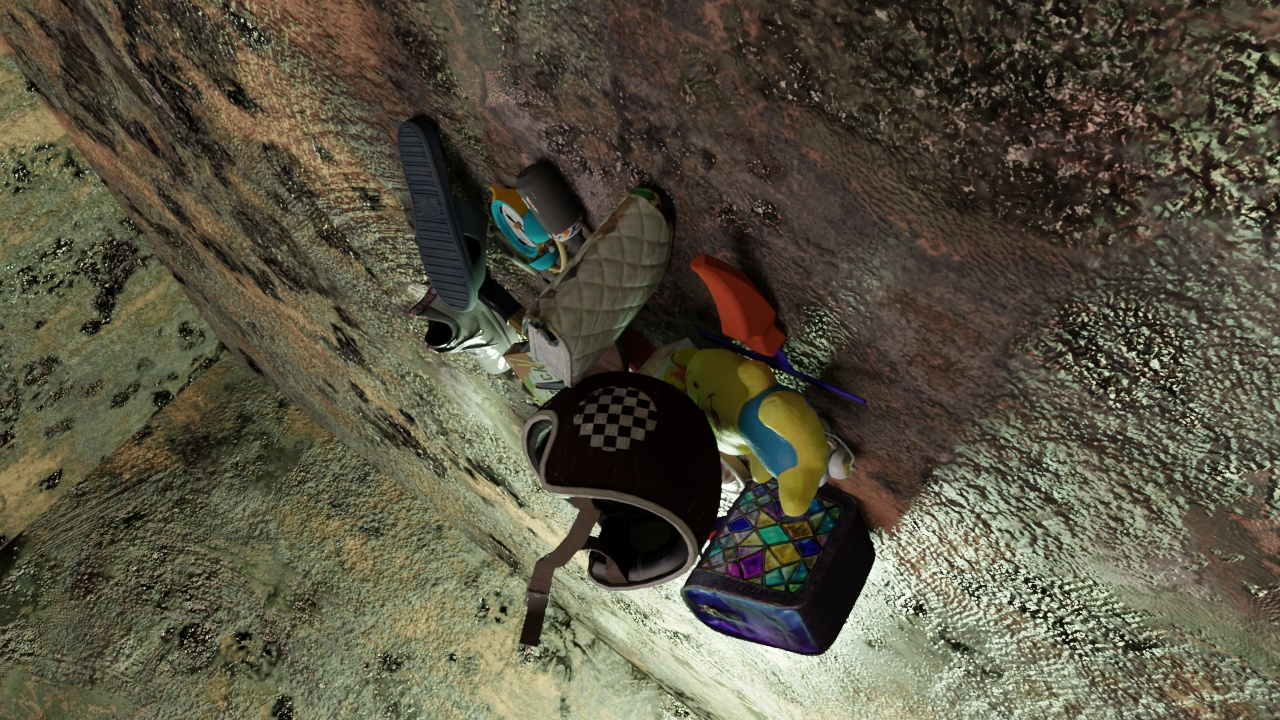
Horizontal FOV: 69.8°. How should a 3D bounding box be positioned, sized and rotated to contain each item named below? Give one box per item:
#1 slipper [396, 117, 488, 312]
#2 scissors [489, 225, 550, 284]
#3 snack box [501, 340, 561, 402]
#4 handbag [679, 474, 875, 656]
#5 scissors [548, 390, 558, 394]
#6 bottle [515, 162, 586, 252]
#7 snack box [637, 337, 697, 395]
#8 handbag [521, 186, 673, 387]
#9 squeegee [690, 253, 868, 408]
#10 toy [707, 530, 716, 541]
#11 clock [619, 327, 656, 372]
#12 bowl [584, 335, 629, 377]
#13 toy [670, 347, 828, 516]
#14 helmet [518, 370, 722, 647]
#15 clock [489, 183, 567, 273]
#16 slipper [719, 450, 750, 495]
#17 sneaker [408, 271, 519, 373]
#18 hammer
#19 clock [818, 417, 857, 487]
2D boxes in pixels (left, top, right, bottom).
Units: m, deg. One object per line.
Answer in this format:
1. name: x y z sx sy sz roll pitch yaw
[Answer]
1. slipper: -0.242 -0.191 1.201 0.101 0.082 0.264 18 128 43
2. scissors: -0.141 -0.118 1.194 0.163 0.012 0.153 48 -172 13
3. snack box: -0.122 0.013 1.381 0.186 0.031 0.101 -6 127 51
4. handbag: 0.166 0.254 1.188 0.222 0.204 0.125 10 141 40
5. scissors: -0.037 0.078 1.354 0.200 0.015 0.179 13 160 14
6. bottle: -0.097 -0.171 1.046 0.047 0.046 0.112 5 137 53
7. snack box: 0.044 0.040 1.133 0.093 0.094 0.080 47 155 -12
8. handbag: -0.045 -0.076 0.951 0.072 0.194 0.139 32 157 12
9. squeegee: 0.107 -0.049 0.938 0.250 0.055 0.185 26 168 47
10. toy: 0.155 0.283 1.368 0.119 0.099 0.098 44 158 -9
11. clock: -0.007 0.007 1.214 0.124 0.044 0.087 44 156 -3
12. bowl: -0.049 -0.010 1.130 0.119 0.032 0.119 31 137 35
13. toy: 0.124 0.062 1.015 0.214 0.083 0.149 31 137 57
14. helmet: -0.028 0.142 0.999 0.234 0.252 0.234 -3 136 15
15. clock: -0.137 -0.161 1.129 0.129 0.043 0.099 41 157 20
16. slipper: 0.051 0.120 1.257 0.263 0.052 0.115 42 155 -30
17. sneaker: -0.272 -0.042 1.420 0.097 0.128 0.263 29 155 27
18. hammer: -0.192 -0.079 1.284 0.333 0.117 0.025 41 154 14
19. clock: 0.199 0.103 1.066 0.089 0.051 0.126 48 152 -12
